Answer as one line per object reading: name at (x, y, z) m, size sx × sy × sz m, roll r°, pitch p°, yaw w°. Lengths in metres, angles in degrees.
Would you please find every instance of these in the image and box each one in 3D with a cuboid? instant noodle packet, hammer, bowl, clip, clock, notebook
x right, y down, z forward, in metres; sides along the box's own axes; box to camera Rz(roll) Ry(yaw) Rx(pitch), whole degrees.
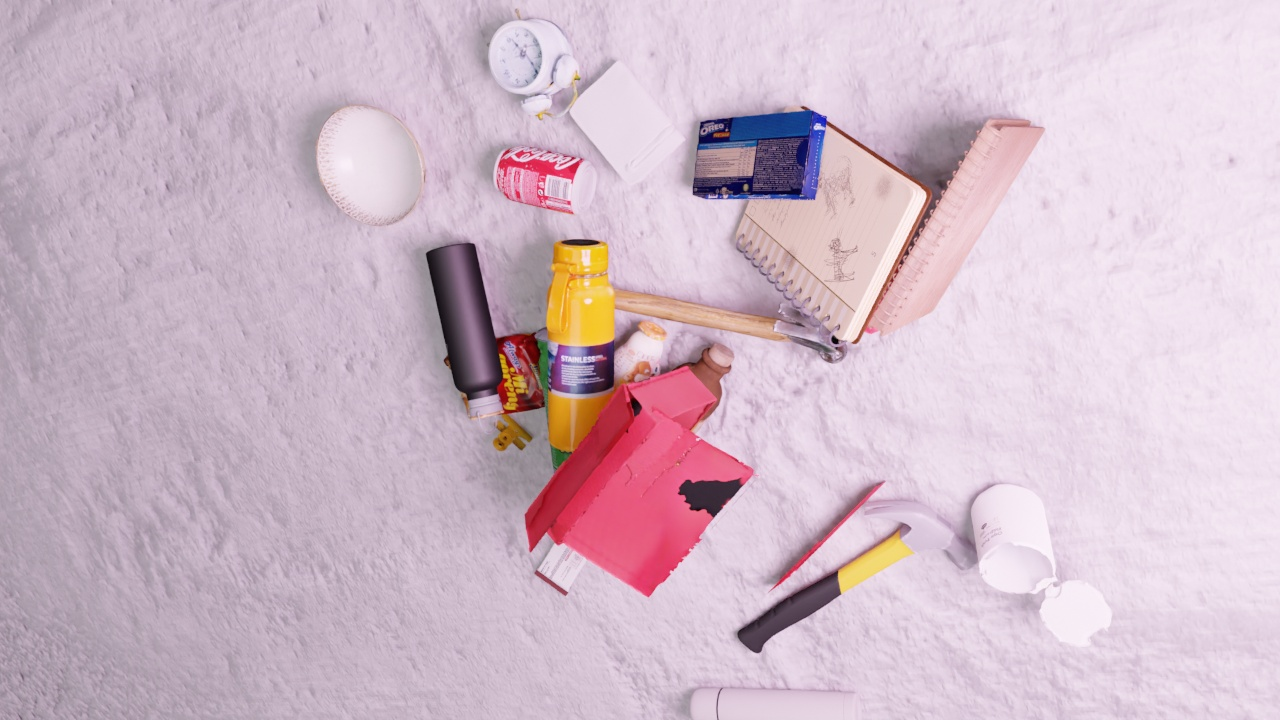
instant noodle packet at (-0.180, 0.021, 1.175) m, size 0.136 × 0.039 × 0.098 m, roll -9°, pitch 100°, yaw 25°
hammer at (0.058, -0.053, 1.027) m, size 0.331 × 0.132 × 0.033 m, roll 12°, pitch 84°, yaw 25°
bowl at (-0.311, -0.238, 1.106) m, size 0.145 × 0.063 × 0.145 m, roll 7°, pitch 112°, yaw 18°
clip at (-0.175, 0.101, 1.201) m, size 0.054 × 0.049 × 0.044 m, roll 44°, pitch 153°, yaw -1°
clock at (-0.112, -0.318, 1.000) m, size 0.083 × 0.057 × 0.117 m, roll -40°, pitch 86°, yaw 28°
notebook at (0.295, -0.125, 0.861) m, size 0.022 × 0.168 × 0.211 m, roll 37°, pitch 120°, yaw 22°
hammer at (0.239, 0.273, 1.118) m, size 0.127 × 0.029 × 0.325 m, roll 43°, pitch 121°, yaw -8°
notebook at (0.174, -0.135, 0.897) m, size 0.024 × 0.225 × 0.168 m, roll 5°, pitch 121°, yaw -28°

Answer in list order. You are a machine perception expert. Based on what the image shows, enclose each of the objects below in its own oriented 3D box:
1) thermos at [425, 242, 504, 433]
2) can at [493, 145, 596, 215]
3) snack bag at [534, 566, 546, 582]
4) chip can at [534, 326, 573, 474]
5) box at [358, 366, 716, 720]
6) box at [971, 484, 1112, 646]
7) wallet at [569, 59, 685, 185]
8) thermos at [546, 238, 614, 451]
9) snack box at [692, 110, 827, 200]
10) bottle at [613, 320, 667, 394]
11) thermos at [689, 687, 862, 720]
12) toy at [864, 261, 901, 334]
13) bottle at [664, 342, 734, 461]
thermos at (-0.208, -0.024, 1.122) m, size 0.061 × 0.061 × 0.231 m, roll -11°, pitch 92°, yaw 24°
can at (-0.108, -0.205, 1.041) m, size 0.105 × 0.064 × 0.064 m, roll 15°, pitch 115°, yaw 15°
snack bag at (-0.091, 0.254, 1.247) m, size 0.057 × 0.013 × 0.158 m, roll 34°, pitch 118°, yaw 8°
chip can at (-0.082, 0.064, 1.135) m, size 0.075 × 0.075 × 0.223 m, roll 3°, pitch 111°, yaw 20°
box at (-0.061, 0.180, 0.838) m, size 0.141 × 0.509 × 0.216 m, roll 39°, pitch 118°, yaw 2°
box at (0.423, 0.215, 0.974) m, size 0.143 × 0.137 × 0.083 m, roll 36°, pitch 125°, yaw -8°
wallet at (-0.014, -0.258, 1.006) m, size 0.086 × 0.032 × 0.116 m, roll -35°, pitch 93°, yaw 18°
thermos at (-0.066, -0.015, 1.024) m, size 0.076 × 0.091 × 0.233 m, roll 1°, pitch 107°, yaw -2°
snack box at (0.117, -0.205, 0.927) m, size 0.150 × 0.027 × 0.082 m, roll 12°, pitch 95°, yaw 46°
bottle at (-0.006, 0.006, 1.088) m, size 0.063 × 0.063 × 0.109 m, roll 29°, pitch 113°, yaw 8°
thermos at (0.174, 0.460, 1.206) m, size 0.224 × 0.052 × 0.052 m, roll -7°, pitch 108°, yaw 23°
toy at (0.231, -0.086, 0.970) m, size 0.092 × 0.045 × 0.135 m, roll 5°, pitch 123°, yaw 17°
bottle at (0.056, 0.044, 1.076) m, size 0.068 × 0.067 × 0.157 m, roll 38°, pitch 119°, yaw 3°
